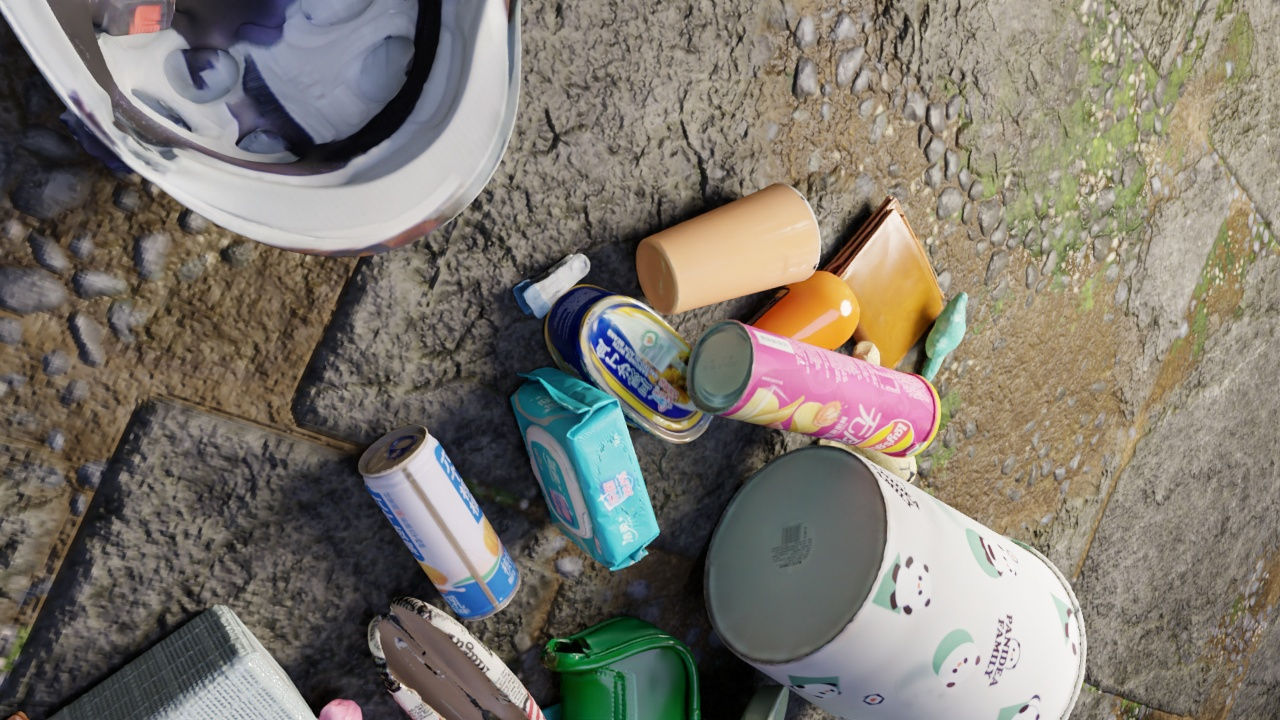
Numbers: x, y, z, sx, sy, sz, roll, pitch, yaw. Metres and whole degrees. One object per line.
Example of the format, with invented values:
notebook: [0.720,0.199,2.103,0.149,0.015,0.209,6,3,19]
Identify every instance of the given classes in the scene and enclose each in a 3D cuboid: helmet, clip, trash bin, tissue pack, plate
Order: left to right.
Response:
helmet: [-0.184,-0.184,0.440,0.228,0.146,0.259,-44,131,-15]
clip: [-0.059,-0.054,0.639,0.058,0.038,0.026,-40,119,-22]
tissue pack: [-0.041,0.071,0.639,0.050,0.093,0.133,-27,116,-24]
plate: [0.079,0.379,0.762,0.230,0.027,0.230,15,89,-73]
trash bin: [0.204,0.207,0.775,0.251,0.230,0.229,33,83,-31]

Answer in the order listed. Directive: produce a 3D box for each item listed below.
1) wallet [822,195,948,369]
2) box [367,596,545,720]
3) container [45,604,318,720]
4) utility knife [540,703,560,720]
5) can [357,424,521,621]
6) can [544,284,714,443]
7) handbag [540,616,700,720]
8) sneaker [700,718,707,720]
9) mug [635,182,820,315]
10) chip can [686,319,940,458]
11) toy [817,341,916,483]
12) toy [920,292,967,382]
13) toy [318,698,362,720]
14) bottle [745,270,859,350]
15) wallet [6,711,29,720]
wallet: [0.226,-0.069,0.822,0.119,0.035,0.130,-50,128,-15]
box: [-0.120,0.220,0.644,0.082,0.075,0.163,-38,120,-7]
container: [-0.261,0.214,0.531,0.111,0.090,0.090,-40,121,-23]
utility knife: [-0.047,0.285,0.742,0.157,0.013,0.029,-6,102,-33]
can: [-0.132,0.109,0.611,0.053,0.053,0.135,-37,120,-21]
can: [-0.004,0.004,0.674,0.148,0.049,0.074,44,77,-35]
handbag: [-0.018,0.273,0.711,0.120,0.068,0.131,-3,92,-31]
sneaker: [-0.002,0.411,0.755,0.240,0.118,0.088,-41,101,-25]
mug: [0.062,-0.080,0.686,0.122,0.078,0.078,-20,113,-23]
chip can: [0.136,0.025,0.699,0.210,0.071,0.071,14,94,-35]
toy: [0.209,0.054,0.825,0.105,0.066,0.157,-34,119,-16]
toy: [0.287,-0.020,0.867,0.091,0.030,0.096,-6,123,-66]
toy: [-0.196,0.310,0.606,0.178,0.074,0.195,-12,110,-23]
bottle: [0.106,-0.012,0.742,0.149,0.067,0.067,-36,120,-13]
wallet: [-0.346,0.276,0.495,0.107,0.031,0.132,-38,96,-22]
